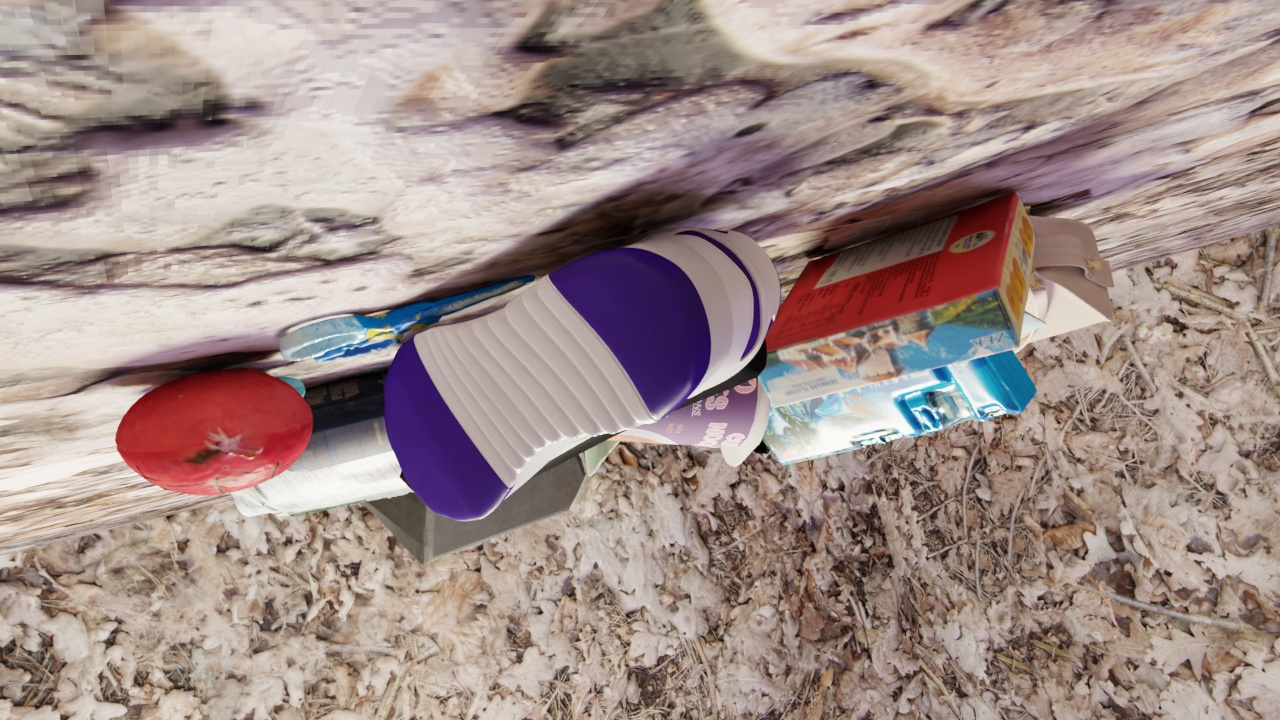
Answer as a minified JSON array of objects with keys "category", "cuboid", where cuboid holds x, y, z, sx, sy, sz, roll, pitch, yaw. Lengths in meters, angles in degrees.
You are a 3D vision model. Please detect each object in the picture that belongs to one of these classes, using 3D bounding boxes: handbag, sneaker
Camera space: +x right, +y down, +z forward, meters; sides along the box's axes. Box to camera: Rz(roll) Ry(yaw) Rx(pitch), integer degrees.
[{"category":"handbag","cuboid":[-0.194,0.096,0.959,0.199,0.102,0.196,24,-154,38]},{"category":"handbag","cuboid":[0.234,-0.055,0.704,0.195,0.101,0.197,-18,163,41]},{"category":"sneaker","cuboid":[-0.032,0.002,0.445,0.245,0.092,0.110,-26,-179,45]}]

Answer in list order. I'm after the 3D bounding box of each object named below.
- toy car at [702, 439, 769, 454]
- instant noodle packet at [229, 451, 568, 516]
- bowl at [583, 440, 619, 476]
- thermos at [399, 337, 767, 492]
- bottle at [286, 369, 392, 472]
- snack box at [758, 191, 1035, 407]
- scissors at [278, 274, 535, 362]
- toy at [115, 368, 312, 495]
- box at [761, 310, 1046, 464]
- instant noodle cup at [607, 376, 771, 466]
[{"category":"toy car","cuboid":[0.052,0.054,0.938,0.071,0.094,0.192,-20,-172,-20]},{"category":"instant noodle packet","cuboid":[-0.206,0.063,0.733,0.269,0.057,0.147,-14,140,7]},{"category":"bowl","cuboid":[-0.034,0.034,0.975,0.174,0.068,0.174,-54,-174,8]},{"category":"thermos","cuboid":[-0.039,0.011,0.541,0.219,0.106,0.105,-22,173,25]},{"category":"bottle","cuboid":[-0.170,0.034,0.634,0.160,0.056,0.056,-14,176,-15]},{"category":"snack box","cuboid":[0.153,-0.038,0.548,0.145,0.040,0.142,-17,-161,34]},{"category":"scissors","cuboid":[-0.106,-0.020,0.439,0.131,0.022,0.070,-21,171,7]},{"category":"toy","cuboid":[-0.218,0.035,0.477,0.092,0.062,0.133,-6,-175,-18]},{"category":"box","cuboid":[0.178,0.005,0.692,0.085,0.092,0.244,-40,-172,-33]},{"category":"instant noodle cup","cuboid":[0.013,0.018,0.664,0.121,0.137,0.122,-3,-160,-16]}]
